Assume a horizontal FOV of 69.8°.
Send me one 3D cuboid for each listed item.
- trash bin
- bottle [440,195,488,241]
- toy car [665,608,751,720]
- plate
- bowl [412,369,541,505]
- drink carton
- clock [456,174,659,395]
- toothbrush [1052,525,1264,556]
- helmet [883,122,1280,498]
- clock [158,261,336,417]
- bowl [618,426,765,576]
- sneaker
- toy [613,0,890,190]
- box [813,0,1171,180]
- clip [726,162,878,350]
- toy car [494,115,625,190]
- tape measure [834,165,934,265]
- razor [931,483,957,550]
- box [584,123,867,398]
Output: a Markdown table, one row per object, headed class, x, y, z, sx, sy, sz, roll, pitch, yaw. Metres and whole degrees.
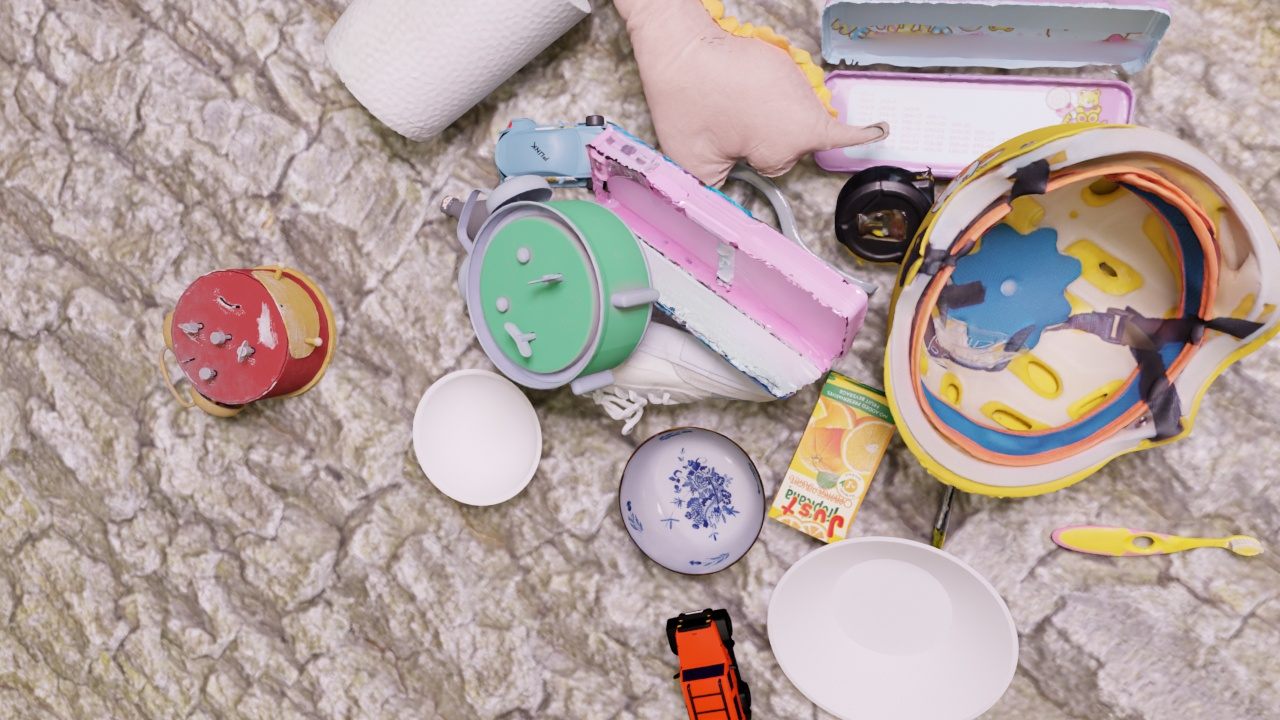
| class | x | y | z | sx | sy | sz | roll | pitch | yaw |
| --- | --- | --- | --- | --- | --- | --- | --- | --- | --- |
| trash bin | -0.140 | -0.255 | 0.680 | 0.162 | 0.133 | 0.133 | -38 | 86 | 19 |
| bottle | -0.109 | -0.103 | 0.730 | 0.110 | 0.036 | 0.036 | 25 | 101 | 10 |
| toy car | 0.054 | 0.248 | 0.721 | 0.051 | 0.048 | 0.100 | -14 | 92 | 14 |
| plate | 0.183 | 0.194 | 0.678 | 0.174 | 0.036 | 0.174 | 7 | 115 | 16 |
| bowl | -0.126 | 0.059 | 0.748 | 0.110 | 0.040 | 0.110 | 2 | 97 | 14 |
| drink carton | 0.145 | 0.076 | 0.687 | 0.058 | 0.041 | 0.122 | 23 | 101 | 10 |
| clock | -0.071 | -0.057 | 0.620 | 0.161 | 0.075 | 0.122 | 42 | 123 | 23 |
| toothbrush | 0.366 | 0.129 | 0.652 | 0.135 | 0.016 | 0.021 | 0 | 100 | 13 |
| helmet | 0.259 | -0.041 | 0.598 | 0.209 | 0.139 | 0.240 | 32 | 114 | -8 |
| clock | -0.343 | -0.014 | 0.772 | 0.159 | 0.081 | 0.117 | -26 | 89 | 14 |
| bowl | 0.043 | 0.104 | 0.711 | 0.114 | 0.045 | 0.114 | 1 | 96 | 13 |
| sneaker | -0.004 | 0.004 | 0.696 | 0.242 | 0.089 | 0.091 | 16 | 103 | 17 |
| toy | 0.044 | -0.243 | 0.610 | 0.196 | 0.065 | 0.264 | -10 | 112 | 20 |
| box | 0.230 | -0.190 | 0.629 | 0.214 | 0.062 | 0.140 | 7 | 132 | 13 |
| clip | 0.091 | -0.080 | 0.691 | 0.162 | 0.027 | 0.090 | 43 | 104 | 7 |
| toy car | -0.065 | -0.162 | 0.718 | 0.108 | 0.027 | 0.060 | 1 | 96 | 13 |
| tape measure | 0.175 | -0.102 | 0.652 | 0.072 | 0.042 | 0.071 | -2 | 127 | 19 |
| razor | 0.226 | 0.111 | 0.682 | 0.042 | 0.026 | 0.106 | 13 | 94 | 14 |
| box | 0.036 | -0.061 | 0.638 | 0.230 | 0.085 | 0.090 | 38 | 69 | 21 |
